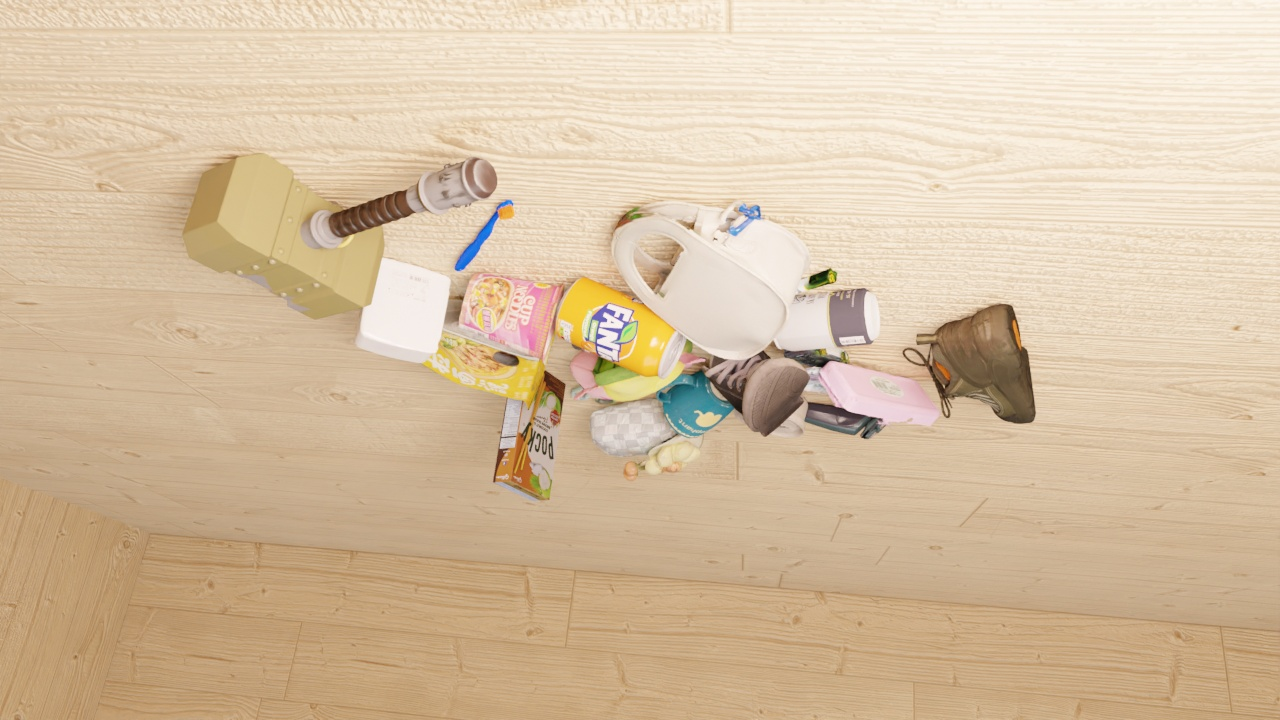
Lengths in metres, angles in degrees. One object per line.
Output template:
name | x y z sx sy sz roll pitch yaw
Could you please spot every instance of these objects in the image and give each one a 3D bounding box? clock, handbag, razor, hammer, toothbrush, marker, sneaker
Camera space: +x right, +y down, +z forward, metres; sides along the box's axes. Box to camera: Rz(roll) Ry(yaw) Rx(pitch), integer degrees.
clock | 0.195 0.060 1.323 0.103 0.061 0.157 17 162 6
handbag | 0.066 -0.101 0.963 0.199 0.092 0.201 30 155 -4
razor | 0.298 0.085 1.387 0.143 0.052 0.047 11 158 13
hammer | -0.272 -0.143 0.907 0.326 0.100 0.190 -9 153 33
toothbrush | -0.175 -0.133 1.014 0.016 0.018 0.183 -10 167 -31
marker | 0.162 -0.078 1.058 0.017 0.017 0.147 25 152 -37
sneaker | 0.134 0.017 1.110 0.095 0.120 0.234 -43 166 4
sneaker | 0.399 0.023 1.124 0.143 0.100 0.238 -11 148 26
handbag | 0.008 0.126 1.454 0.172 0.123 0.112 -7 161 16

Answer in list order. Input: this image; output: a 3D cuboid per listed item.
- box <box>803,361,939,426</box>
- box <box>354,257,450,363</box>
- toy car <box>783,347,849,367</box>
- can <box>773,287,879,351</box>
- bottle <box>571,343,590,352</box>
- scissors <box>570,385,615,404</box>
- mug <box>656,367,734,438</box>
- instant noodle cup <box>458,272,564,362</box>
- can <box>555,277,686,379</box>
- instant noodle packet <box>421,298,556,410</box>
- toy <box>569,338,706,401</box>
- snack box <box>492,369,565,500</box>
box | 0.295 0.036 1.225 0.201 0.073 0.150 11 -168 -40
box | -0.289 -0.056 1.118 0.102 0.107 0.076 15 160 -23
toy car | 0.227 -0.010 1.183 0.048 0.033 0.105 -17 159 38
can | 0.207 -0.046 1.061 0.127 0.064 0.064 -5 155 26
bottle | -0.054 -0.038 1.175 0.047 0.047 0.113 19 154 -28
scissors | -0.048 0.036 1.398 0.078 0.032 0.176 18 159 -18
mug | 0.080 0.050 1.307 0.112 0.084 0.104 20 148 -23
instant noodle cup | -0.156 -0.058 1.104 0.108 0.097 0.098 16 157 -3
can | -0.024 -0.037 1.070 0.142 0.079 0.079 24 162 15
instant noodle packet | -0.233 -0.022 1.236 0.221 0.084 0.163 16 155 -6
toy | -0.007 0.007 1.210 0.189 0.087 0.239 -19 -177 -32
snack box | -0.163 0.105 1.364 0.032 0.185 0.101 -6 155 28
